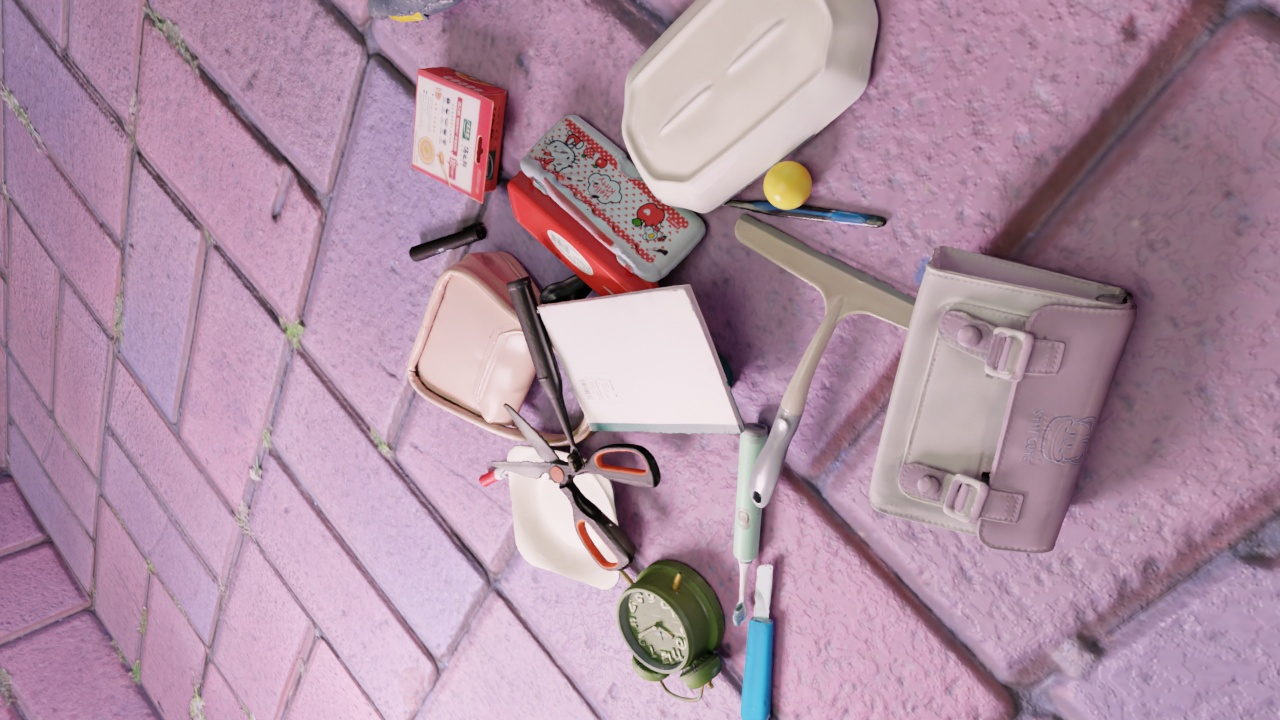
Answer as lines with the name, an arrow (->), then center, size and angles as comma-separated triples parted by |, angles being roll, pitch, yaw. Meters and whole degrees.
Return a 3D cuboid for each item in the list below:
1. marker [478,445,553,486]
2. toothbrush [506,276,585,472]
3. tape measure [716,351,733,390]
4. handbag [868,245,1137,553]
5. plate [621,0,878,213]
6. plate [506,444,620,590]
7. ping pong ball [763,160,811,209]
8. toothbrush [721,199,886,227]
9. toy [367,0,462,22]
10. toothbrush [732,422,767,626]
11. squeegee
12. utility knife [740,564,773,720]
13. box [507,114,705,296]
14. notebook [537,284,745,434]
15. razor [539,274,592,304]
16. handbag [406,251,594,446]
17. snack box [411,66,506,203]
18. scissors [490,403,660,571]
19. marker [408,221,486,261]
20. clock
marker -> -0.154, 0.130, 1.129 | 0.146, 0.017, 0.017 | -28, 87, 43
toothbrush -> -0.096, 0.017, 0.960 | 0.026, 0.027, 0.212 | -13, 99, 30
tape measure -> 0.064, 0.015, 0.894 | 0.054, 0.025, 0.058 | 48, 134, 14
handbag -> 0.260, 0.031, 0.675 | 0.145, 0.098, 0.197 | 13, 114, 15
plate -> 0.074, -0.237, 0.775 | 0.267, 0.034, 0.162 | -33, 81, 39
plate -> -0.082, 0.177, 1.069 | 0.164, 0.034, 0.164 | 9, 111, 35
ping pong ball -> 0.124, -0.147, 0.772 | 0.040, 0.040, 0.040 | 16, 115, 36
toothbrush -> 0.125, -0.132, 0.799 | 0.190, 0.016, 0.014 | 14, 105, 34
toy -> -0.190, -0.432, 0.914 | 0.358, 0.091, 0.137 | -36, 54, 41
toothbrush -> 0.106, 0.166, 0.912 | 0.026, 0.027, 0.225 | 15, 115, 31
squeegee -> 0.138, 0.033, 0.806 | 0.246, 0.039, 0.247 | 32, 117, 27
utility knife -> 0.124, 0.299, 0.950 | 0.034, 0.018, 0.209 | 17, 118, 35
box -> -0.034, -0.141, 0.912 | 0.201, 0.099, 0.112 | 43, 163, 19
notebook -> -0.005, 0.005, 0.889 | 0.210, 0.012, 0.150 | -3, 116, 45
razor -> -0.028, -0.033, 0.943 | 0.167, 0.062, 0.067 | 33, 93, 21
handbag -> -0.142, 0.007, 1.041 | 0.234, 0.093, 0.194 | 37, 126, 15
snack box -> -0.193, -0.248, 1.004 | 0.127, 0.044, 0.113 | 30, 122, 31
scissors -> -0.067, 0.129, 1.003 | 0.231, 0.021, 0.221 | -26, 90, 36
marker -> -0.231, -0.141, 1.094 | 0.132, 0.020, 0.022 | -9, 83, 42
clock -> 0.032, 0.299, 1.004 | 0.116, 0.056, 0.161 | -6, 102, 43
